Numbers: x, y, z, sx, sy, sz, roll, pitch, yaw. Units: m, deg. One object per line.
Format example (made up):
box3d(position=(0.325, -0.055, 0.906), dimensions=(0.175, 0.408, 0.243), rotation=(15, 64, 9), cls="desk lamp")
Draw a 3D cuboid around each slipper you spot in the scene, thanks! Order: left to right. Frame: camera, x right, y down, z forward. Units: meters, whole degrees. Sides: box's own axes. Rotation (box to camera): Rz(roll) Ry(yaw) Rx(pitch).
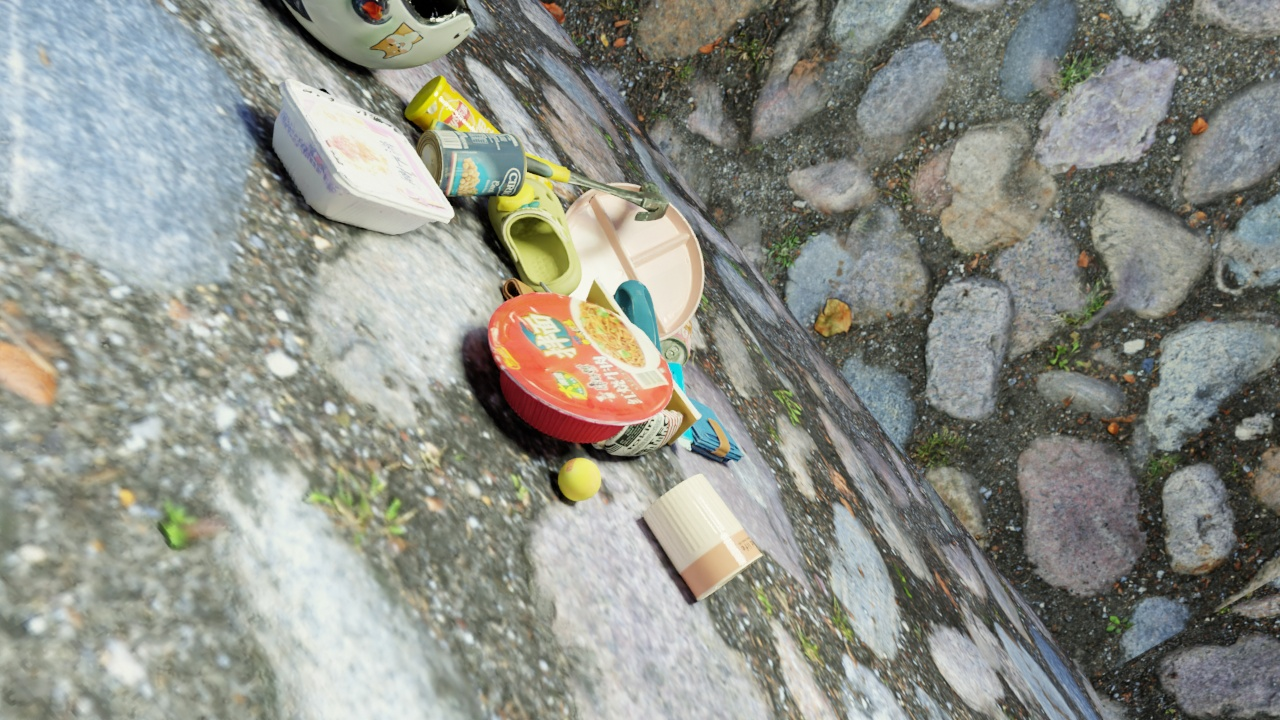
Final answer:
box3d(position=(-0.131, -0.163, 1.136), dimensions=(0.082, 0.091, 0.190), rotation=(79, -14, -64), cls="slipper")

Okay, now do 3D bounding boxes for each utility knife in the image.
box3d(position=(0.049, 0.060, 1.229), dimensions=(0.034, 0.018, 0.159), rotation=(13, 40, -19), cls="utility knife")

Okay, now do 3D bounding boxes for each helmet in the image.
box3d(position=(-0.340, -0.448, 1.102), dimensions=(0.273, 0.157, 0.230), rotation=(12, 43, -49), cls="helmet")

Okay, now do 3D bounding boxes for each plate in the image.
box3d(position=(-0.015, -0.133, 1.274), dimensions=(0.229, 0.228, 0.028), rotation=(48, -27, -12), cls="plate")

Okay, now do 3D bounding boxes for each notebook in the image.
box3d(position=(-0.007, 0.007, 1.134), dimensions=(0.206, 0.010, 0.146), rotation=(53, -20, 8), cls="notebook")

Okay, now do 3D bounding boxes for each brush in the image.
box3d(position=(-0.002, -0.037, 1.203), dimensions=(0.074, 0.055, 0.143), rotation=(148, -67, -75), cls="brush")

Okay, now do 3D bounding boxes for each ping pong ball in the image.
box3d(position=(-0.057, 0.111, 0.858), dimensions=(0.040, 0.040, 0.040), rotation=(46, 17, -19), cls="ping pong ball")

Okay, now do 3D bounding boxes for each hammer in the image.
box3d(position=(-0.114, -0.245, 1.183), dimensions=(0.323, 0.032, 0.126), rotation=(15, 22, -17), cls="hammer")

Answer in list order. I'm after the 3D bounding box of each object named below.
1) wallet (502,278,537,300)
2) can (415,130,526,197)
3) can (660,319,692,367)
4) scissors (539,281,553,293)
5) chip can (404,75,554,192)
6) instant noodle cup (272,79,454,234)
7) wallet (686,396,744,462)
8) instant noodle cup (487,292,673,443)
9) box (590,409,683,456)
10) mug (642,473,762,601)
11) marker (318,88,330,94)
box3d(position=(-0.098, -0.034, 1.079), dimensions=(0.131, 0.031, 0.107), rotation=(32, 22, -49), cls="wallet")
box3d(position=(-0.200, -0.229, 1.075), dimensions=(0.111, 0.076, 0.075), rotation=(-7, 55, -37), cls="can")
box3d(position=(0.050, -0.033, 1.429), dimensions=(0.058, 0.058, 0.147), rotation=(48, 16, -12), cls="can")
box3d(position=(-0.058, -0.028, 1.089), dimensions=(0.185, 0.019, 0.129), rotation=(54, 12, 25), cls="scissors")
box3d(position=(-0.213, -0.282, 1.233), dimensions=(0.213, 0.072, 0.072), rotation=(41, 19, -33), cls="chip can")
box3d(position=(-0.272, -0.182, 0.878), dimensions=(0.138, 0.060, 0.173), rotation=(55, 15, 14), cls="instant noodle cup")
box3d(position=(0.086, 0.092, 1.295), dimensions=(0.133, 0.040, 0.106), rotation=(26, 25, -53), cls="wallet")
box3d(position=(-0.066, 0.016, 0.909), dimensions=(0.193, 0.066, 0.193), rotation=(17, 34, -12), cls="instant noodle cup")
box3d(position=(-0.017, 0.066, 1.028), dimensions=(0.087, 0.076, 0.162), rotation=(41, 13, 17), cls="box")
box3d(position=(0.063, 0.188, 0.969), dimensions=(0.106, 0.081, 0.115), rotation=(55, -10, 16), cls="mug")
box3d(position=(-0.317, -0.249, 0.985), dimensions=(0.124, 0.015, 0.018), rotation=(55, 16, 22), cls="marker")
